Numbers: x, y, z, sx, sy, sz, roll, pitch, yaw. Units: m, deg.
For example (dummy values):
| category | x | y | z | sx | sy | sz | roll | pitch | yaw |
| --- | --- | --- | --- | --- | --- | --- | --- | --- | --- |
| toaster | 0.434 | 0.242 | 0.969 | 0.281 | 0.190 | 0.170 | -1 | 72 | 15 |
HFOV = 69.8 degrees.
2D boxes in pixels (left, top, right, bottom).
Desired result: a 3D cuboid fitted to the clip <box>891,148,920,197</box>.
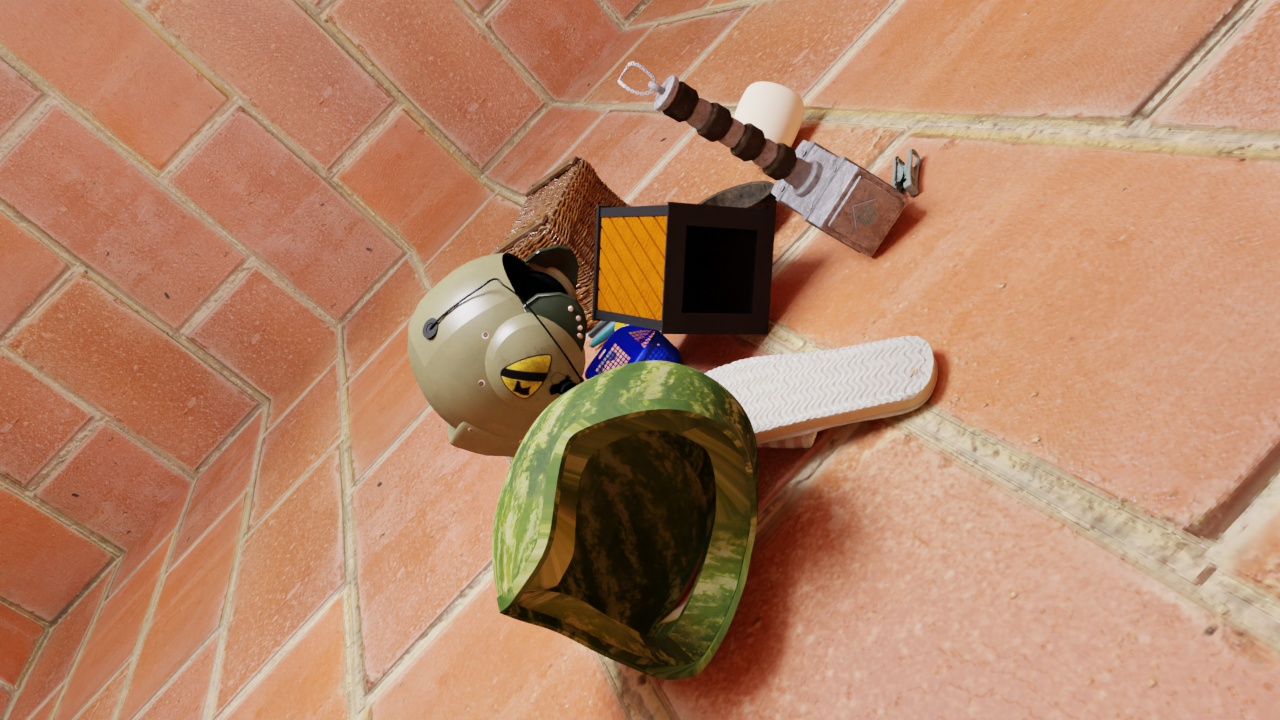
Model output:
| category | x | y | z | sx | sy | sz | roll | pitch | yaw |
| --- | --- | --- | --- | --- | --- | --- | --- | --- | --- |
| clip | 0.303 | -0.212 | 1.046 | 0.044 | 0.023 | 0.076 | -23 | 35 | 37 |

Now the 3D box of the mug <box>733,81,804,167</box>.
| category | x | y | z | sx | sy | sz | roll | pitch | yaw |
| --- | --- | --- | --- | --- | --- | --- | --- | --- | --- |
| mug | 0.180 | -0.333 | 1.353 | 0.120 | 0.096 | 0.099 | 87 | -155 | -71 |

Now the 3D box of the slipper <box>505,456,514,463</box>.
| category | x | y | z | sx | sy | sz | roll | pitch | yaw |
| --- | --- | --- | --- | --- | --- | --- | --- | --- | --- |
| slipper | -0.146 | 0.108 | 1.188 | 0.191 | 0.081 | 0.091 | 22 | 95 | 61 |

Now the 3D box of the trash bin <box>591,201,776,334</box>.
| category | x | y | z | sx | sy | sz | roll | pitch | yaw |
| --- | --- | --- | --- | --- | --- | --- | --- | --- | --- |
| trash bin | 0.046 | -0.109 | 1.077 | 0.172 | 0.139 | 0.140 | 15 | 104 | 60 |

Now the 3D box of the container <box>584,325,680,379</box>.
| category | x | y | z | sx | sy | sz | roll | pitch | yaw |
| --- | --- | --- | --- | --- | --- | --- | --- | --- | --- |
| container | -0.007 | 0.007 | 1.162 | 0.096 | 0.058 | 0.114 | -55 | 26 | -19 |

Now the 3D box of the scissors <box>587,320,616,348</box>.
| category | x | y | z | sx | sy | sz | roll | pitch | yaw |
| --- | --- | --- | --- | --- | --- | --- | --- | --- | --- |
| scissors | -0.022 | -0.067 | 1.350 | 0.134 | 0.019 | 0.145 | -10 | 41 | 49 |

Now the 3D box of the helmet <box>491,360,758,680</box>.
| category | x | y | z | sx | sy | sz | roll | pitch | yaw |
| --- | --- | --- | --- | --- | --- | --- | --- | --- | --- |
| helmet | -0.010 | 0.124 | 0.789 | 0.246 | 0.213 | 0.244 | -68 | 13 | -18 |

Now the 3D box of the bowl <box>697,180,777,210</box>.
| category | x | y | z | sx | sy | sz | roll | pitch | yaw |
| --- | --- | --- | --- | --- | --- | --- | --- | --- | --- |
| bowl | 0.130 | -0.191 | 1.237 | 0.121 | 0.056 | 0.121 | -19 | 23 | 9 |

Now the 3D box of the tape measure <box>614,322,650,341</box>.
| category | x | y | z | sx | sy | sz | roll | pitch | yaw |
| --- | --- | --- | --- | --- | --- | --- | --- | --- | --- |
| tape measure | -0.007 | -0.050 | 1.283 | 0.068 | 0.030 | 0.059 | -43 | 24 | 2 |

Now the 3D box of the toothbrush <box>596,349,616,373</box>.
| category | x | y | z | sx | sy | sz | roll | pitch | yaw |
| --- | --- | --- | --- | --- | --- | --- | --- | --- | --- |
| toothbrush | -0.073 | 0.055 | 1.211 | 0.022 | 0.015 | 0.154 | 24 | 84 | 31 |

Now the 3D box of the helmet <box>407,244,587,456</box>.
| category | x | y | z | sx | sy | sz | roll | pitch | yaw |
| --- | --- | --- | --- | --- | --- | --- | --- | --- | --- |
| helmet | -0.141 | 0.000 | 1.066 | 0.233 | 0.255 | 0.250 | -37 | 24 | 10 |

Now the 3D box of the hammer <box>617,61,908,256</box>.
| category | x | y | z | sx | sy | sz | roll | pitch | yaw |
| --- | --- | --- | --- | --- | --- | --- | --- | --- | --- |
| hammer | 0.124 | -0.234 | 1.004 | 0.080 | 0.326 | 0.176 | -59 | 21 | 15 |

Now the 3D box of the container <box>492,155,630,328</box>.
| category | x | y | z | sx | sy | sz | roll | pitch | yaw |
| --- | --- | --- | --- | --- | --- | --- | --- | --- | --- |
| container | -0.111 | -0.188 | 1.472 | 0.163 | 0.183 | 0.249 | -25 | 32 | 35 |

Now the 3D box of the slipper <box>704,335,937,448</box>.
| category | x | y | z | sx | sy | sz | roll | pitch | yaw |
| --- | --- | --- | --- | --- | --- | --- | --- | --- | --- |
| slipper | 0.152 | 0.036 | 0.868 | 0.264 | 0.052 | 0.114 | -12 | 41 | 33 |
